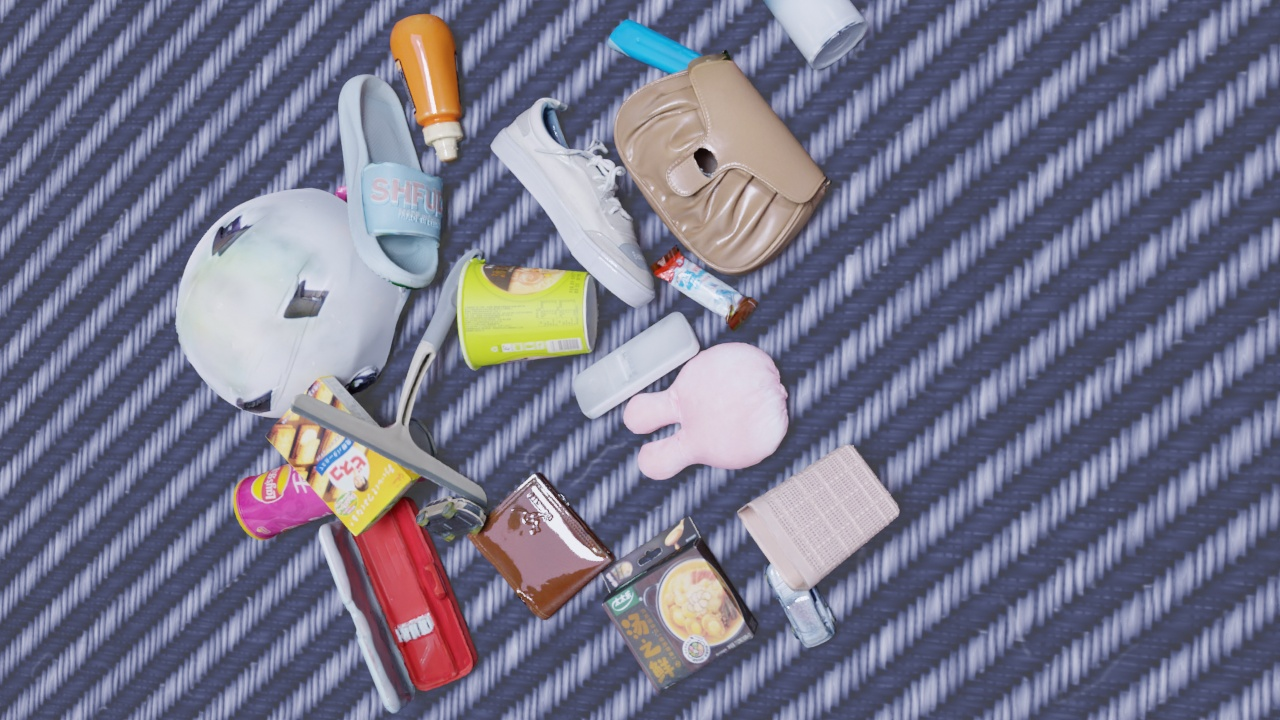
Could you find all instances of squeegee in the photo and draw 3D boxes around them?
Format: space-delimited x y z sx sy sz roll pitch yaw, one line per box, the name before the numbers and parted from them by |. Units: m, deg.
squeegee | -0.214 -0.008 0.935 0.039 0.246 0.246 -3 61 40

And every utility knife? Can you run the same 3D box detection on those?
utility knife | 0.041 -0.299 0.923 0.159 0.018 0.034 29 99 11

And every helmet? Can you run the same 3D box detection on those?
helmet | -0.380 -0.051 0.948 0.229 0.145 0.259 41 103 9

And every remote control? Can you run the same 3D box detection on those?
remote control | -0.005 0.005 0.914 0.136 0.020 0.055 -33 48 11

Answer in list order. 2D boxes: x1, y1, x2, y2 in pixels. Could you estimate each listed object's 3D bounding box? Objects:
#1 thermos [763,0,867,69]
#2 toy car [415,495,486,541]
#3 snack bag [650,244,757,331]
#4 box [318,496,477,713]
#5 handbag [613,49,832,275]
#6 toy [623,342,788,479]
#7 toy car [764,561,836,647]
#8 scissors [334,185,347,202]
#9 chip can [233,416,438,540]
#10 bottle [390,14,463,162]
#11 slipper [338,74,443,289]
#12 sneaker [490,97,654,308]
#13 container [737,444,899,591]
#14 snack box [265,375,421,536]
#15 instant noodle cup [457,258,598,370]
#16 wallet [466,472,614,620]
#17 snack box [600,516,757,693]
thermos | 0.131 -0.385 0.878 0.070 0.070 0.220 -34 81 11
toy car | -0.193 0.159 0.940 0.091 0.042 0.035 -20 43 45
snack bag | 0.062 -0.072 0.901 0.104 0.026 0.048 36 57 13
box | -0.255 0.248 0.939 0.095 0.101 0.201 -26 83 13
handbag | 0.072 -0.185 0.869 0.148 0.099 0.204 -39 84 12
toy | 0.064 0.051 0.887 0.160 0.054 0.121 -20 76 12
toy car | 0.151 0.228 0.872 0.043 0.034 0.090 -28 80 14
scissors | -0.344 -0.124 1.017 0.084 0.017 0.137 3 93 13
chip can | -0.323 0.126 0.974 0.211 0.071 0.071 -20 84 13
bottle | -0.218 -0.283 0.968 0.067 0.066 0.149 -12 93 13
slipper | -0.249 -0.188 0.948 0.074 0.104 0.245 -20 76 25
sneaker | -0.047 -0.161 0.906 0.091 0.089 0.242 -42 73 14
container | 0.162 0.140 0.833 0.111 0.090 0.090 -34 79 -9
snack box | -0.295 0.094 0.913 0.087 0.033 0.140 -44 88 12
instant noodle cup | -0.107 -0.047 0.914 0.123 0.111 0.111 -1 88 6
wallet | -0.102 0.189 0.938 0.101 0.032 0.124 -44 80 7
snack box | 0.033 0.238 0.896 0.113 0.053 0.125 -35 86 11
